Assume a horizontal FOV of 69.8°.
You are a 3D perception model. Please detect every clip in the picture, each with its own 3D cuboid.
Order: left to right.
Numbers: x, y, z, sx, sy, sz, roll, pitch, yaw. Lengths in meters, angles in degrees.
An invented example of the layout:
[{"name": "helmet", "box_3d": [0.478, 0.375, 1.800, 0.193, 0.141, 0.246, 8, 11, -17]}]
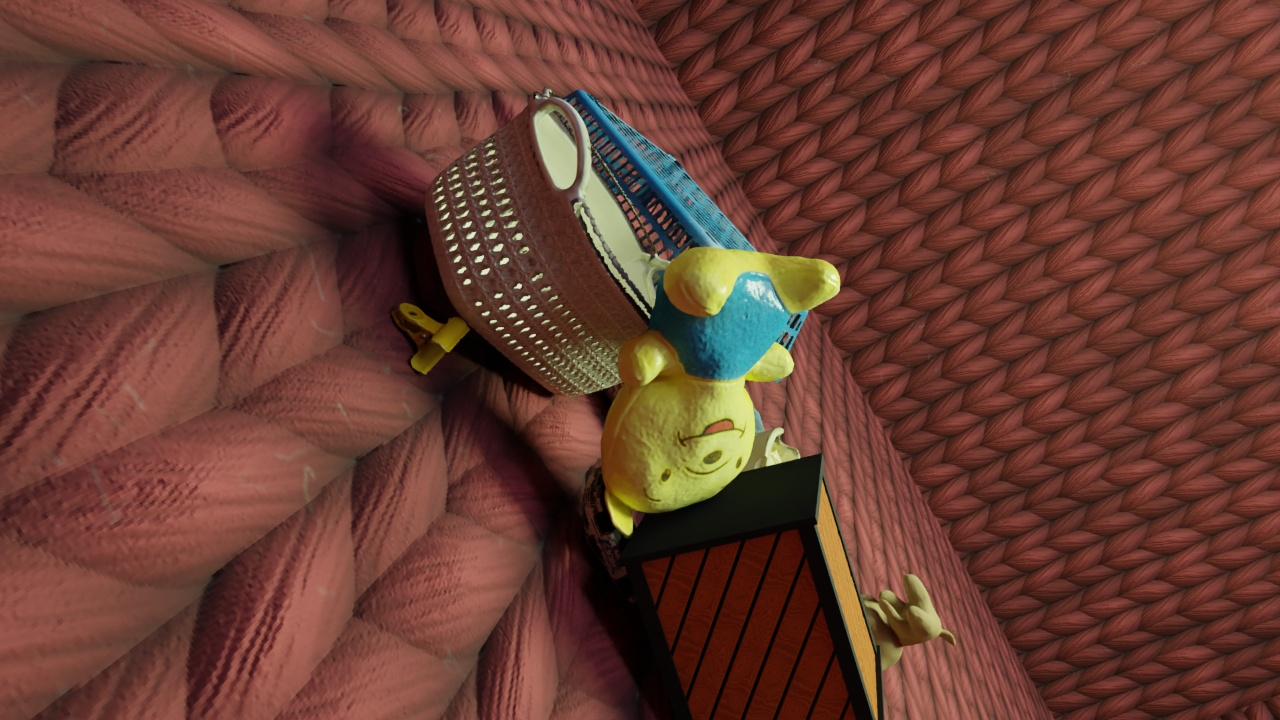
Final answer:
[{"name": "clip", "box_3d": [-0.145, -0.017, 0.623, 0.054, 0.046, 0.048, -71, 164, -67]}]

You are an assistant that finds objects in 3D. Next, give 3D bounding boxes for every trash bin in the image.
[{"name": "trash bin", "box_3d": [0.090, 0.186, 0.692, 0.139, 0.140, 0.172, -42, 116, -72]}]

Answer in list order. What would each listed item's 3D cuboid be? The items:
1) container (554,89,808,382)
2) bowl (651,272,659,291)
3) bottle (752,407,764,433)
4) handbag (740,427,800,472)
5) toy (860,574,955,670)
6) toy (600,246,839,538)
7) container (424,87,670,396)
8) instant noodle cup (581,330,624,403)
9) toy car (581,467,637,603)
[{"name": "container", "box_3d": [0.031, -0.152, 1.030, 0.257, 0.089, 0.362, 23, 26, -50]}, {"name": "bowl", "box_3d": [0.041, -0.075, 1.165, 0.145, 0.063, 0.145, 50, 19, -25]}, {"name": "bottle", "box_3d": [0.122, 0.125, 1.067, 0.068, 0.068, 0.156, 47, 22, -37]}, {"name": "handbag", "box_3d": [0.083, 0.123, 0.858, 0.081, 0.119, 0.111, 50, 34, -29]}, {"name": "toy", "box_3d": [0.259, 0.283, 0.963, 0.106, 0.108, 0.133, 49, 27, -15]}, {"name": "toy", "box_3d": [0.041, 0.016, 0.661, 0.148, 0.214, 0.084, -1, 29, -35]}, {"name": "container", "box_3d": [-0.056, -0.077, 0.725, 0.251, 0.143, 0.184, 47, 19, -58]}, {"name": "instant noodle cup", "box_3d": [-0.005, 0.005, 0.878, 0.112, 0.100, 0.100, 50, 18, -1]}, {"name": "toy car", "box_3d": [-0.021, 0.135, 0.700, 0.048, 0.041, 0.113, -72, 147, -59]}]
